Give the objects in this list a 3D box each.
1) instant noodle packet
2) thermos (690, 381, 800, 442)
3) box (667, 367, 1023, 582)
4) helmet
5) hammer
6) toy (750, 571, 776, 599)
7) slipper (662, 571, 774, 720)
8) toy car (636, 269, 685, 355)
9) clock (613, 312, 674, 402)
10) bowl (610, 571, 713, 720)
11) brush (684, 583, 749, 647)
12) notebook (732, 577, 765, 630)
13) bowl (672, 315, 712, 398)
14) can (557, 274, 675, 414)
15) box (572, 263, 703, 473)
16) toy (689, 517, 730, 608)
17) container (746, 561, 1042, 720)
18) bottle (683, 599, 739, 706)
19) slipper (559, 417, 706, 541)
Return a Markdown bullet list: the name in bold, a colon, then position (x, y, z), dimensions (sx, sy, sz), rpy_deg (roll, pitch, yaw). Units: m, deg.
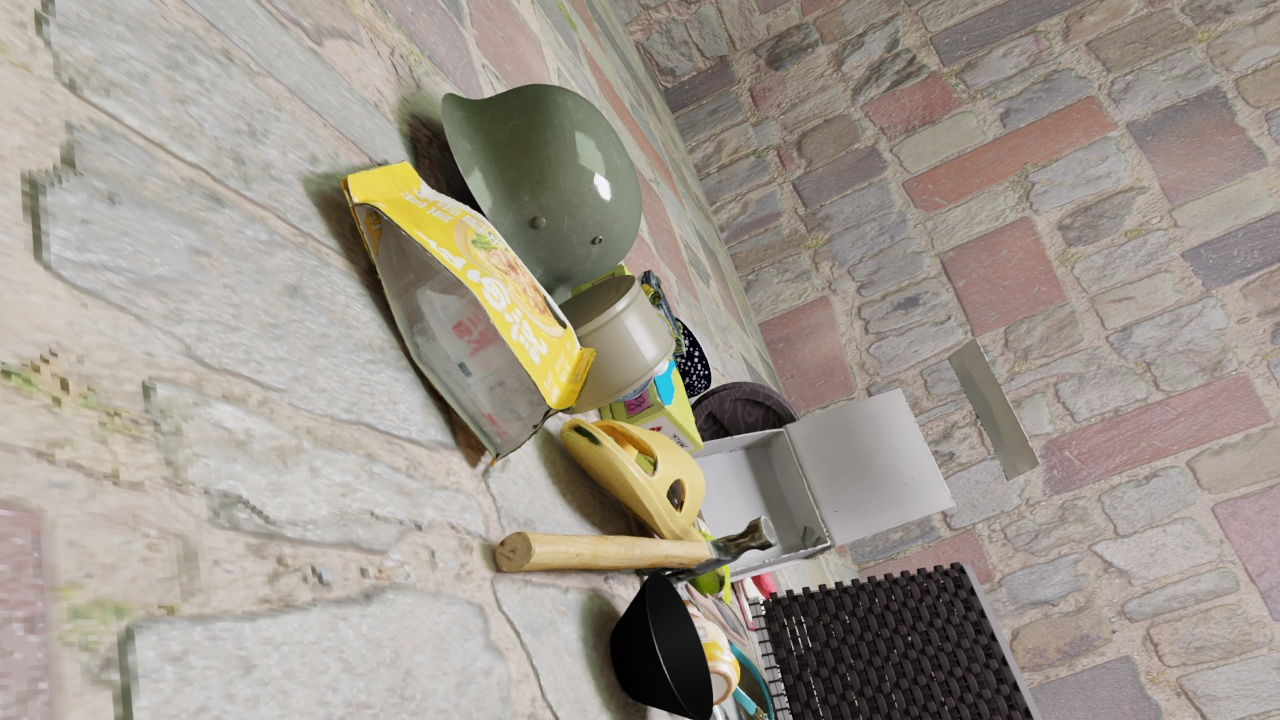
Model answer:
- **instant noodle packet**: position (-0.131, -0.053, 0.694), dimensions (0.221, 0.084, 0.162), rpy_deg (56, 13, -13)
- **thermos**: position (0.145, 0.109, 1.321), dimensions (0.226, 0.173, 0.172), rpy_deg (-31, 96, -83)
- **box**: position (0.244, 0.147, 1.143), dimensions (0.108, 0.418, 0.166), rpy_deg (111, -37, -64)
- **helmet**: position (-0.084, -0.173, 0.899), dimensions (0.268, 0.154, 0.226), rpy_deg (44, 25, -59)
- **hammer**: position (-0.006, 0.160, 0.758), dimensions (0.330, 0.132, 0.033), rpy_deg (21, 46, -58)
- **toy**: position (0.153, 0.266, 1.259), dimensions (0.091, 0.045, 0.135), rpy_deg (51, 13, -38)
- **slipper**: position (0.085, 0.316, 0.927), dimensions (0.268, 0.055, 0.098), rpy_deg (66, 15, 10)
- **toy car**: position (0.022, -0.052, 1.051), dimensions (0.048, 0.033, 0.105), rpy_deg (-92, 157, -64)
- **clock**: position (-0.016, -0.007, 0.962), dimensions (0.083, 0.117, 0.057), rpy_deg (62, -11, -12)
- **bowl**: position (0.010, 0.242, 0.751), dimensions (0.124, 0.052, 0.123), rpy_deg (59, 14, -26)
- **brush**: position (0.078, 0.250, 0.926), dimensions (0.050, 0.015, 0.136), rpy_deg (54, 3, 41)
- **notebook**: position (0.161, 0.319, 1.323), dimensions (0.208, 0.012, 0.153), rpy_deg (41, 29, -61)
- **bowl**: position (0.033, 0.004, 1.229), dimensions (0.120, 0.066, 0.120), rpy_deg (48, -23, 28)
- **can**: position (-0.040, -0.016, 0.855), dimensions (0.073, 0.128, 0.127), rpy_deg (59, 14, -18)
- **box**: position (-0.007, 0.006, 1.079), dimensions (0.124, 0.079, 0.220), rpy_deg (47, 20, -54)
- **toy**: position (0.067, 0.218, 1.021), dimensions (0.117, 0.043, 0.092), rpy_deg (-122, -161, -48)
- **container**: position (0.277, 0.391, 1.010), dimensions (0.248, 0.244, 0.245), rpy_deg (72, 5, -45)
- **bottle**: position (0.050, 0.267, 0.850), dimensions (0.063, 0.063, 0.109), rpy_deg (60, 1, -25)
- **slipper**: position (0.016, 0.117, 0.882), dimensions (0.099, 0.078, 0.263), rpy_deg (35, -13, 36)
